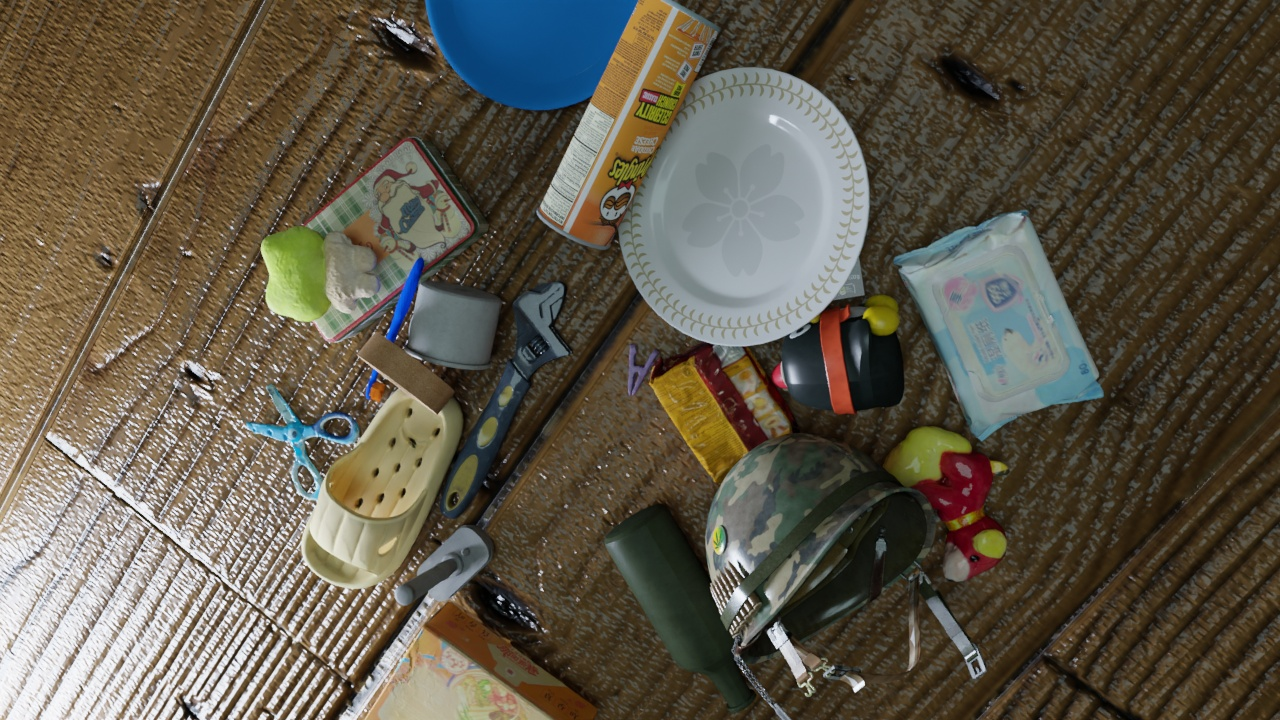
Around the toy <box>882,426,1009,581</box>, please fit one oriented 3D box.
[{"bbox_3d":[0.280,0.121,0.819,0.106,0.067,0.137,-32,78,13],"label":"toy"}]

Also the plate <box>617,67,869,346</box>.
[{"bbox_3d":[0.086,-0.134,0.815,0.243,0.016,0.242,3,96,31],"label":"plate"}]

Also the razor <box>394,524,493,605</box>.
[{"bbox_3d":[-0.207,0.216,0.913,0.088,0.116,0.047,-44,82,15],"label":"razor"}]

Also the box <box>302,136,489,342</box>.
[{"bbox_3d":[-0.259,-0.117,0.908,0.206,0.050,0.117,-33,90,17],"label":"box"}]

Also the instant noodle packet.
[{"bbox_3d":[0.078,0.040,0.859,0.099,0.039,0.135,-33,94,13],"label":"instant noodle packet"}]

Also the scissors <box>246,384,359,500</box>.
[{"bbox_3d":[-0.356,0.079,0.982,0.134,0.012,0.134,-28,90,16],"label":"scissors"}]

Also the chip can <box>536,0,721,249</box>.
[{"bbox_3d":[-0.013,-0.210,0.812,0.075,0.075,0.215,31,109,7],"label":"chip can"}]

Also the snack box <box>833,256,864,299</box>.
[{"bbox_3d":[0.163,-0.125,0.816,0.051,0.031,0.141,-8,97,14],"label":"snack box"}]

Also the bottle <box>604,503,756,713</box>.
[{"bbox_3d":[0.045,0.242,0.883,0.071,0.071,0.207,-31,91,16],"label":"bottle"}]

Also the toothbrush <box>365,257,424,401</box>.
[{"bbox_3d":[-0.242,-0.027,0.911,0.018,0.016,0.183,30,121,-1],"label":"toothbrush"}]

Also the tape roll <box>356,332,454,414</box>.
[{"bbox_3d":[-0.222,0.013,0.871,0.094,0.094,0.027,35,79,6],"label":"tape roll"}]

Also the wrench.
[{"bbox_3d":[-0.137,0.043,0.918,0.073,0.022,0.274,31,104,7],"label":"wrench"}]

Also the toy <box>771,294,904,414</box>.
[{"bbox_3d":[0.170,0.000,0.803,0.119,0.097,0.100,-9,101,17],"label":"toy"}]

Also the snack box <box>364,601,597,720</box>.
[{"bbox_3d":[-0.163,0.364,0.945,0.195,0.080,0.145,34,105,5],"label":"snack box"}]

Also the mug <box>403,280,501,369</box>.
[{"bbox_3d":[-0.190,-0.038,0.894,0.113,0.084,0.070,22,103,42],"label":"mug"}]

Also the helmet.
[{"bbox_3d":[0.157,0.185,0.780,0.236,0.192,0.225,39,124,42],"label":"helmet"}]

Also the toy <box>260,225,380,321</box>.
[{"bbox_3d":[-0.305,-0.083,0.877,0.115,0.046,0.092,-1,101,6],"label":"toy"}]

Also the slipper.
[{"bbox_3d":[-0.270,0.138,0.938,0.111,0.079,0.262,34,104,2],"label":"slipper"}]

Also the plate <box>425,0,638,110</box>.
[{"bbox_3d":[-0.090,-0.345,0.844,0.224,0.024,0.224,2,99,13],"label":"plate"}]

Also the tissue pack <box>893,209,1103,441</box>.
[{"bbox_3d":[0.304,-0.029,0.780,0.112,0.070,0.182,-25,93,15],"label":"tissue pack"}]

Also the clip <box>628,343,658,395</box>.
[{"bbox_3d":[0.003,0.007,0.885,0.046,0.014,0.050,-12,93,12],"label":"clip"}]
